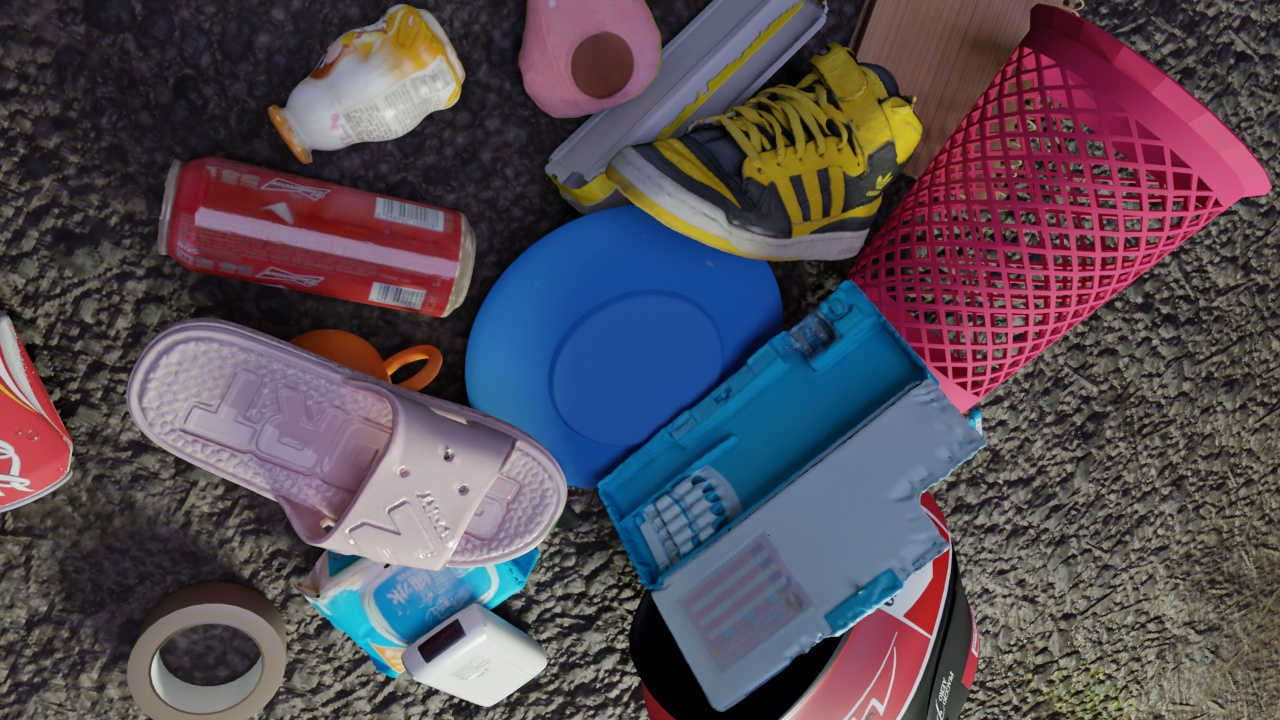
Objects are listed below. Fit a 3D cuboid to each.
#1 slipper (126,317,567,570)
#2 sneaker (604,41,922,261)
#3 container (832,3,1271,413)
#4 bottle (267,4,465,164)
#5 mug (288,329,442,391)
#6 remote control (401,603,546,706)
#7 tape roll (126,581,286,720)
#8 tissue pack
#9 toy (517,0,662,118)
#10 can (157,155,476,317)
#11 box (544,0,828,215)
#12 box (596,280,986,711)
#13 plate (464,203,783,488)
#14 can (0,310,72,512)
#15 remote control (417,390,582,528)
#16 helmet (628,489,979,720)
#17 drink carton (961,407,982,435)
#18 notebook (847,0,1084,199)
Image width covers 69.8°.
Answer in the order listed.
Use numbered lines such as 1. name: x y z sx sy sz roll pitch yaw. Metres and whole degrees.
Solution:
1. slipper: -0.148 0.056 0.487 0.239 0.064 0.094 26 95 -23
2. sneaker: 0.090 -0.133 0.559 0.238 0.086 0.122 -4 129 -49
3. container: 0.253 -0.086 0.623 0.183 0.183 0.226 31 113 -24
4. bottle: -0.158 -0.156 0.529 0.108 0.063 0.063 -33 113 -8
5. mug: -0.173 0.021 0.557 0.112 0.096 0.078 -30 113 -9
6. remote control: -0.110 0.207 0.635 0.060 0.025 0.138 -34 149 -5
7. tape roll: -0.284 0.195 0.605 0.093 0.030 0.094 -5 107 -18
8. tissue pack: -0.146 0.141 0.620 0.144 0.061 0.093 -36 115 -6
9. toy: -0.037 -0.208 0.560 0.090 0.051 0.110 -14 99 10
10. can: -0.186 -0.072 0.541 0.170 0.067 0.067 10 102 -22
11. box: 0.030 -0.173 0.591 0.210 0.066 0.044 -45 133 -2
12. box: 0.094 0.082 0.575 0.227 0.181 0.039 -40 143 13
13. plate: -0.004 0.004 0.617 0.224 0.024 0.225 -9 124 -14
14. can: -0.366 0.028 0.509 0.064 0.064 0.105 -19 111 -13
15. remote control: -0.102 0.071 0.626 0.152 0.041 0.020 41 64 -24
16. helmet: 0.128 0.201 0.657 0.224 0.198 0.270 40 80 -40
17. drink carton: 0.211 0.068 0.736 0.128 0.044 0.039 -17 110 -16
18. notebook: 0.238 -0.236 0.667 0.169 0.022 0.210 15 100 -22
